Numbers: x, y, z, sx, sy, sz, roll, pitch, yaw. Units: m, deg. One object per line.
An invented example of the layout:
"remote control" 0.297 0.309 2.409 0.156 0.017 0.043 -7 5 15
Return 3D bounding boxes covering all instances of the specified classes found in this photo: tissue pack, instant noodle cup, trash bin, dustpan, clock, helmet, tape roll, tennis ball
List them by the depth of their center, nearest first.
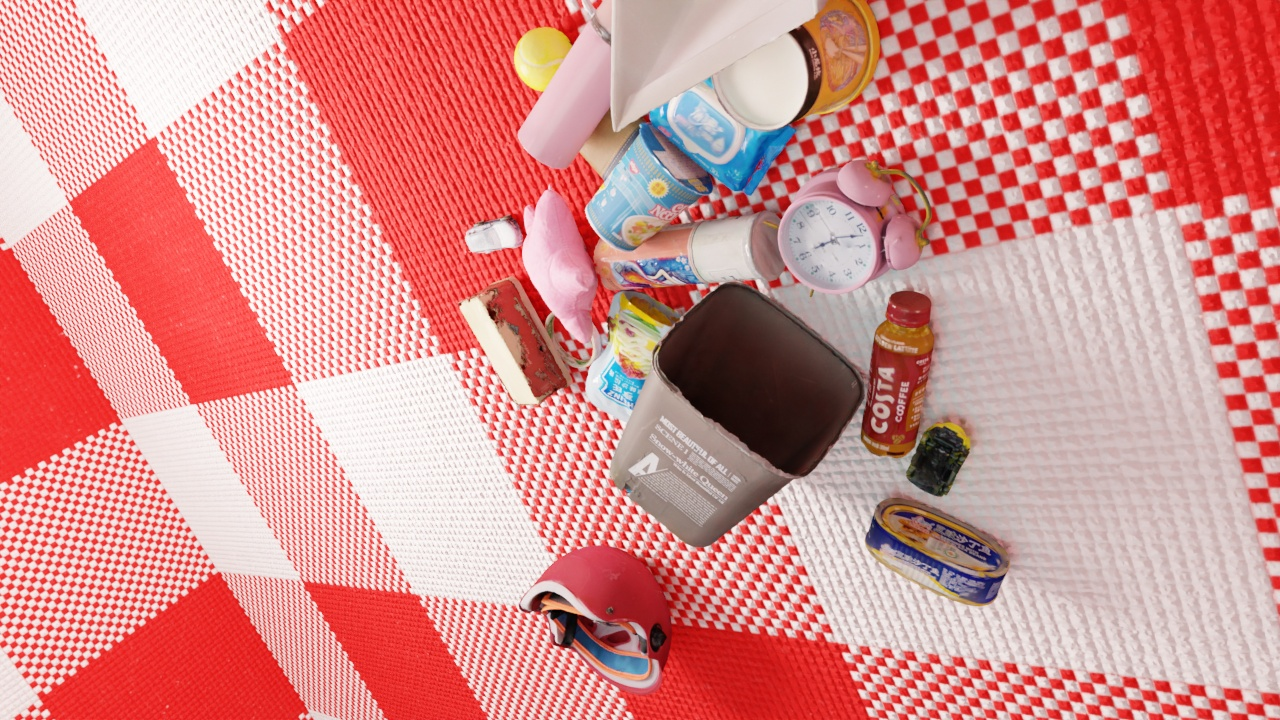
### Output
"dustpan" 0.046 -0.356 0.740 0.223 0.257 0.142 -17 130 45
"instant noodle cup" 0.128 -0.259 0.792 0.118 0.114 0.119 22 131 28
"clock" 0.201 -0.126 0.865 0.159 0.059 0.117 -25 101 45
"tissue pack" 0.070 -0.241 0.899 0.157 0.052 0.095 42 137 9
"instant noodle cup" 0.003 -0.173 0.950 0.099 0.099 0.110 48 120 2
"tennis ball" -0.102 -0.321 0.978 0.065 0.065 0.066 22 130 28
"trash bin" 0.087 0.073 0.998 0.199 0.198 0.220 40 138 8
"tape roll" -0.089 -0.030 1.209 0.086 0.013 0.086 21 130 28
"helmet" -0.041 0.368 1.358 0.207 0.143 0.240 -12 124 45

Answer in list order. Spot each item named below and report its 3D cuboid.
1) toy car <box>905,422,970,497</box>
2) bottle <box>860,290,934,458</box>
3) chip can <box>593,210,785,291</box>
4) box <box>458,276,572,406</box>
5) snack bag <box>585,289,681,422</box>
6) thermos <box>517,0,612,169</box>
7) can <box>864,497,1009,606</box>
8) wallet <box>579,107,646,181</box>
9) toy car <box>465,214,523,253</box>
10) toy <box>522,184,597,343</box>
"toy car" 0.310 0.101 0.953 0.048 0.032 0.105 29 145 21
"bottle" 0.257 0.015 0.916 0.057 0.057 0.175 20 130 29
"chip can" 0.049 -0.115 0.992 0.215 0.071 0.071 0 118 41
"box" -0.173 -0.019 1.229 0.091 0.077 0.168 -7 115 58
"snack bag" -0.007 0.007 1.127 0.110 0.038 0.191 26 132 7
"thermos" -0.057 -0.294 0.928 0.087 0.067 0.199 35 124 -7
"can" 0.317 0.204 0.987 0.148 0.074 0.049 25 129 26
"wallet" -0.040 -0.252 1.001 0.115 0.033 0.090 47 135 5
"toy car" -0.190 -0.161 1.189 0.091 0.034 0.043 -4 112 40
"toy" -0.095 -0.119 1.084 0.194 0.074 0.179 -131 28 -53
